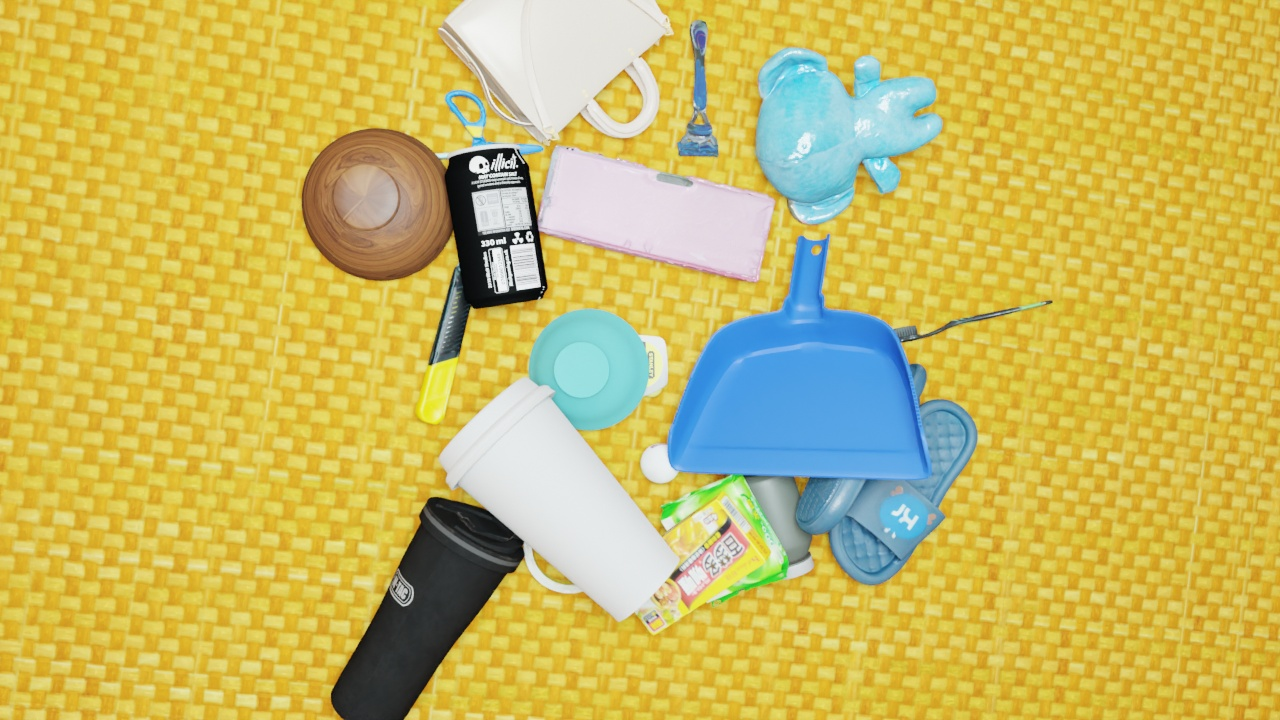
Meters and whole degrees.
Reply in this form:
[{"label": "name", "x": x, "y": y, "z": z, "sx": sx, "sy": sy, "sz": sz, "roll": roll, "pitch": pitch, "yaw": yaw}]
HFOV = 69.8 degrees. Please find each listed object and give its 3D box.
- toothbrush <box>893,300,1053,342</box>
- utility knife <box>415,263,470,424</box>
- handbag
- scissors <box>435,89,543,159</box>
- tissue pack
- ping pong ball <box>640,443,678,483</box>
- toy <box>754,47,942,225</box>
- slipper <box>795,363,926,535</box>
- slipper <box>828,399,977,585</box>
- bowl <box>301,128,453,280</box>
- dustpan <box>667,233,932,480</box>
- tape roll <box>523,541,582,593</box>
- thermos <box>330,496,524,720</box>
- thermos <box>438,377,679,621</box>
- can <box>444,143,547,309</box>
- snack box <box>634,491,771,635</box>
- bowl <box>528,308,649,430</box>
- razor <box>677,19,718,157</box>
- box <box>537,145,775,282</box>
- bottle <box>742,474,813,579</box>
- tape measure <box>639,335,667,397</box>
[{"label": "toothbrush", "x": 0.353, "y": -0.045, "z": 0.979, "sx": 0.188, "sy": 0.014, "sz": 0.017, "roll": -13, "pitch": 84, "yaw": -8}, {"label": "utility knife", "x": -0.185, "y": -0.034, "z": 0.905, "sx": 0.028, "sy": 0.020, "sz": 0.197, "roll": 17, "pitch": 86, "yaw": -30}, {"label": "handbag", "x": -0.063, "y": -0.300, "z": 0.892, "sx": 0.194, "sy": 0.101, "sz": 0.198, "roll": -44, "pitch": 107, "yaw": -6}, {"label": "scissors", "x": -0.164, "y": -0.205, "z": 0.910, "sx": 0.125, "sy": 0.016, "sz": 0.125, "roll": -38, "pitch": 95, "yaw": -1}, {"label": "tissue pack", "x": 0.081, "y": 0.176, "z": 0.906, "sx": 0.100, "sy": 0.034, "sz": 0.114, "roll": -31, "pitch": 88, "yaw": 27}, {"label": "ping pong ball", "x": 0.020, "y": 0.103, "z": 0.921, "sx": 0.040, "sy": 0.040, "sz": 0.040, "roll": 0, "pitch": 90, "yaw": -8}, {"label": "toy", "x": 0.202, "y": -0.234, "z": 0.914, "sx": 0.181, "sy": 0.114, "sz": 0.183, "roll": -15, "pitch": 115, "yaw": 10}, {"label": "slipper", "x": 0.225, "y": 0.086, "z": 0.899, "sx": 0.059, "sy": 0.104, "sz": 0.213, "roll": 39, "pitch": 67, "yaw": -7}, {"label": "slipper", "x": 0.272, "y": 0.132, "z": 0.947, "sx": 0.104, "sy": 0.059, "sz": 0.213, "roll": 36, "pitch": 84, "yaw": -4}, {"label": "bowl", "x": -0.252, "y": -0.150, "z": 0.865, "sx": 0.147, "sy": 0.069, "sz": 0.147, "roll": 0, "pitch": 93, "yaw": -4}, {"label": "dustpan", "x": 0.162, "y": -0.014, "z": 0.901, "sx": 0.246, "sy": 0.059, "sz": 0.257, "roll": -1, "pitch": 55, "yaw": 24}, {"label": "tape roll", "x": -0.070, "y": 0.185, "z": 0.920, "sx": 0.094, "sy": 0.019, "sz": 0.094, "roll": 0, "pitch": 90, "yaw": -8}, {"label": "thermos", "x": -0.205, "y": 0.239, "z": 0.866, "sx": 0.106, "sy": 0.106, "sz": 0.218, "roll": 31, "pitch": 91, "yaw": -7}, {"label": "thermos", "x": -0.070, "y": 0.132, "z": 0.854, "sx": 0.131, "sy": 0.131, "sz": 0.222, "roll": -44, "pitch": 88, "yaw": -6}, {"label": "can", "x": -0.138, "y": -0.126, "z": 0.874, "sx": 0.080, "sy": 0.080, "sz": 0.146, "roll": -9, "pitch": 96, "yaw": -8}, {"label": "snack box", "x": 0.046, "y": 0.198, "z": 0.891, "sx": 0.153, "sy": 0.025, "sz": 0.075, "roll": -40, "pitch": 85, "yaw": 25}, {"label": "bowl", "x": -0.054, "y": 0.009, "z": 0.895, "sx": 0.121, "sy": 0.046, "sz": 0.121, "roll": 0, "pitch": 90, "yaw": 6}, {"label": "razor", "x": 0.059, "y": -0.279, "z": 0.937, "sx": 0.044, "sy": 0.018, "sz": 0.141, "roll": -1, "pitch": 90, "yaw": -7}, {"label": "box", "x": 0.016, "y": -0.145, "z": 0.921, "sx": 0.233, "sy": 0.041, "sz": 0.098, "roll": 14, "pitch": 88, "yaw": -8}, {"label": "bottle", "x": 0.138, "y": 0.162, "z": 0.927, "sx": 0.060, "sy": 0.060, "sz": 0.108, "roll": -18, "pitch": 92, "yaw": -7}, {"label": "tape measure", "x": -0.005, "y": 0.005, "z": 0.929, "sx": 0.065, "sy": 0.017, "sz": 0.064, "roll": -1, "pitch": 90, "yaw": -8}]
